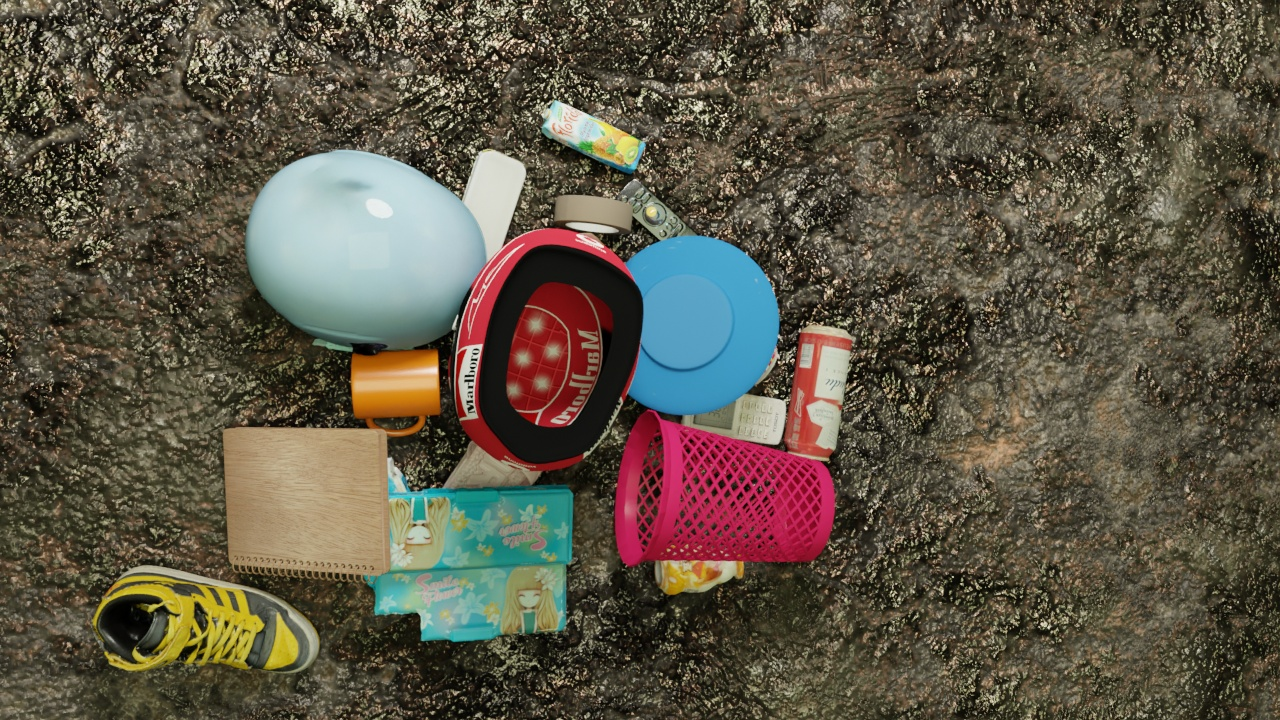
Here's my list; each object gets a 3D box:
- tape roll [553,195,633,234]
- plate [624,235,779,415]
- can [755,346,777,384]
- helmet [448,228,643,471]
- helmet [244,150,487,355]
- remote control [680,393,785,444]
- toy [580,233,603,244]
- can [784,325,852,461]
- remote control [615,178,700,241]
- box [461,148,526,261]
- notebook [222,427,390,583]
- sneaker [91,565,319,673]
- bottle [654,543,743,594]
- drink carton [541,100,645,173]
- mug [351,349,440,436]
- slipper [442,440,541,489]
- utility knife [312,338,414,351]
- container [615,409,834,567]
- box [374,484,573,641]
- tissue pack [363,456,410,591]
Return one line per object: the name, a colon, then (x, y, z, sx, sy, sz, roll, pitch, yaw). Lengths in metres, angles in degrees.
tape roll: (-0.057, -0.175, 1.105, 0.093, 0.094, 0.030, 6, 90, -12)
plate: (0.055, -0.046, 1.117, 0.224, 0.024, 0.224, -2, 81, 12)
can: (0.116, -0.019, 1.160, 0.105, 0.064, 0.064, 34, 84, -11)
helmet: (-0.108, -0.008, 1.000, 0.197, 0.225, 0.270, 21, 74, -15)
helmet: (-0.306, -0.120, 1.010, 0.265, 0.167, 0.225, 10, 89, -3)
remote control: (0.120, 0.071, 1.183, 0.138, 0.025, 0.060, 9, 89, -12)
toy: (-0.078, -0.098, 1.124, 0.090, 0.051, 0.110, -17, 98, -4)
can: (0.228, 0.042, 1.184, 0.067, 0.067, 0.170, 9, 90, -12)
remote control: (0.035, -0.167, 1.163, 0.152, 0.020, 0.041, 41, 84, -9)
box: (-0.196, -0.148, 1.103, 0.065, 0.045, 0.209, 19, 87, -13)
notebook: (-0.376, 0.161, 1.031, 0.211, 0.022, 0.169, -1, 92, 20)
sneaker: (-0.480, 0.301, 1.015, 0.238, 0.122, 0.086, 20, 88, -11)
bottle: (0.074, 0.262, 1.160, 0.108, 0.063, 0.063, -2, 92, -11)
drink carton: (-0.060, -0.274, 1.130, 0.129, 0.038, 0.044, 23, 87, -11)
mug: (-0.285, 0.042, 1.079, 0.096, 0.077, 0.113, -2, 120, -12)
slipper: (-0.163, 0.116, 1.107, 0.094, 0.064, 0.239, 35, 86, -11)
utility knife: (-0.328, -0.017, 1.094, 0.120, 0.015, 0.022, 7, 121, -11)
container: (0.104, 0.168, 1.108, 0.225, 0.183, 0.183, 10, 89, -16)
box: (-0.193, 0.237, 1.065, 0.226, 0.039, 0.182, 0, 94, -17)
tissue pack: (-0.300, 0.197, 1.080, 0.092, 0.062, 0.144, -27, 98, -11)
